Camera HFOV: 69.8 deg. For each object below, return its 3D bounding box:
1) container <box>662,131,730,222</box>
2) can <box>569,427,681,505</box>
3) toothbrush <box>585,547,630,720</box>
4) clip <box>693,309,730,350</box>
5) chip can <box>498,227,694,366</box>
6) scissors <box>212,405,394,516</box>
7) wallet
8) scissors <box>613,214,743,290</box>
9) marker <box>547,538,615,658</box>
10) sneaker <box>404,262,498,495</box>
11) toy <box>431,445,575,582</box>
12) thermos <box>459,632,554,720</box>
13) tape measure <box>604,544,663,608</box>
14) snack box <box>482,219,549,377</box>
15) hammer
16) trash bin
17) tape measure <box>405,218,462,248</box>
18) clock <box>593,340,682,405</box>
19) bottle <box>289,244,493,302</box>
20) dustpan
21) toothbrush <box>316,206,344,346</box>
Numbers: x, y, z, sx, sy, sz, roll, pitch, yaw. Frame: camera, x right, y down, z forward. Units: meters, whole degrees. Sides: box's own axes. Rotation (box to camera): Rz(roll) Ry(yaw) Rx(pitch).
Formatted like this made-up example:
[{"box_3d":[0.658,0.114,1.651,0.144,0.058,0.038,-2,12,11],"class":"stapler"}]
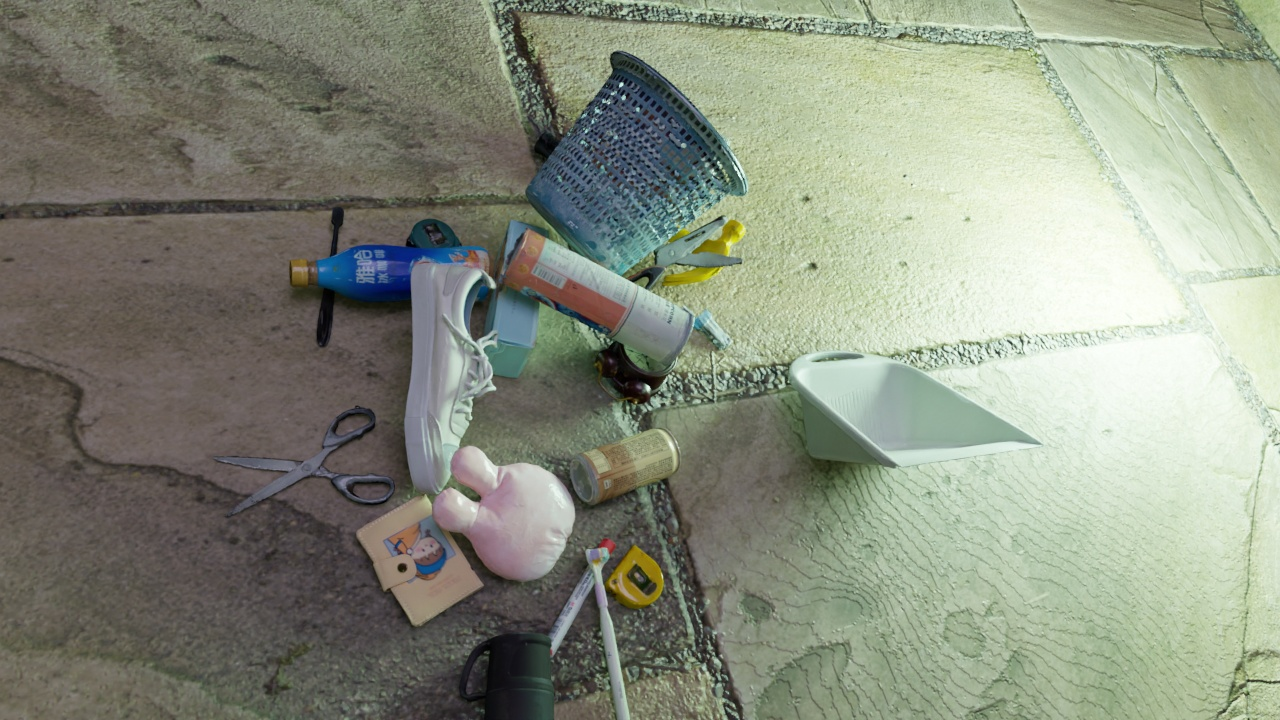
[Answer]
[{"box_3d":[0.062,-0.269,1.268,0.090,0.090,0.114,31,51,-5],"class":"container"},{"box_3d":[-0.017,0.117,1.025,0.116,0.059,0.058,-16,69,-30],"class":"can"},{"box_3d":[-0.031,0.285,0.935,0.029,0.020,0.189,4,67,-37],"class":"toothbrush"},{"box_3d":[0.094,-0.037,1.187,0.058,0.043,0.026,49,52,0],"class":"clip"},{"box_3d":[-0.048,-0.071,1.029,0.214,0.071,0.071,27,54,-15],"class":"chip can"},{"box_3d":[-0.331,0.105,0.927,0.180,0.014,0.159,24,55,-8],"class":"scissors"},{"box_3d":[-0.222,0.199,0.913,0.087,0.024,0.115,-26,75,-38],"class":"wallet"},{"box_3d":[0.016,-0.132,1.173,0.227,0.015,0.188,22,72,1],"class":"scissors"},{"box_3d":[-0.065,0.247,0.955,0.017,0.017,0.144,34,54,-2],"class":"marker"},{"box_3d":[-0.191,0.018,0.955,0.091,0.089,0.242,0,83,0],"class":"sneaker"},{"box_3d":[-0.137,0.153,0.936,0.159,0.054,0.121,37,57,-28],"class":"toy"},{"box_3d":[-0.122,0.377,0.833,0.090,0.068,0.242,-10,59,10],"class":"thermos"},{"box_3d":[-0.003,0.234,0.981,0.057,0.029,0.059,39,54,2],"class":"tape measure"},{"box_3d":[-0.147,-0.073,1.071,0.051,0.074,0.174,14,57,-16],"class":"snack box"},{"box_3d":[-0.013,-0.208,1.220,0.301,0.033,0.128,36,71,5],"class":"hammer"},{"box_3d":[-0.020,-0.212,1.085,0.195,0.226,0.226,-45,84,0],"class":"trash bin"},{"box_3d":[-0.249,-0.144,1.100,0.058,0.025,0.054,-33,79,-35],"class":"tape measure"},{"box_3d":[-0.006,0.006,1.096,0.082,0.055,0.121,44,52,5],"class":"clock"},{"box_3d":[-0.278,-0.098,1.032,0.218,0.065,0.065,-2,62,-26],"class":"bottle"},{"box_3d":[0.306,0.047,1.124,0.222,0.258,0.142,-4,87,-25],"class":"dustpan"},{"box_3d":[-0.350,-0.096,1.036,0.015,0.018,0.180,12,59,-29],"class":"toothbrush"}]
